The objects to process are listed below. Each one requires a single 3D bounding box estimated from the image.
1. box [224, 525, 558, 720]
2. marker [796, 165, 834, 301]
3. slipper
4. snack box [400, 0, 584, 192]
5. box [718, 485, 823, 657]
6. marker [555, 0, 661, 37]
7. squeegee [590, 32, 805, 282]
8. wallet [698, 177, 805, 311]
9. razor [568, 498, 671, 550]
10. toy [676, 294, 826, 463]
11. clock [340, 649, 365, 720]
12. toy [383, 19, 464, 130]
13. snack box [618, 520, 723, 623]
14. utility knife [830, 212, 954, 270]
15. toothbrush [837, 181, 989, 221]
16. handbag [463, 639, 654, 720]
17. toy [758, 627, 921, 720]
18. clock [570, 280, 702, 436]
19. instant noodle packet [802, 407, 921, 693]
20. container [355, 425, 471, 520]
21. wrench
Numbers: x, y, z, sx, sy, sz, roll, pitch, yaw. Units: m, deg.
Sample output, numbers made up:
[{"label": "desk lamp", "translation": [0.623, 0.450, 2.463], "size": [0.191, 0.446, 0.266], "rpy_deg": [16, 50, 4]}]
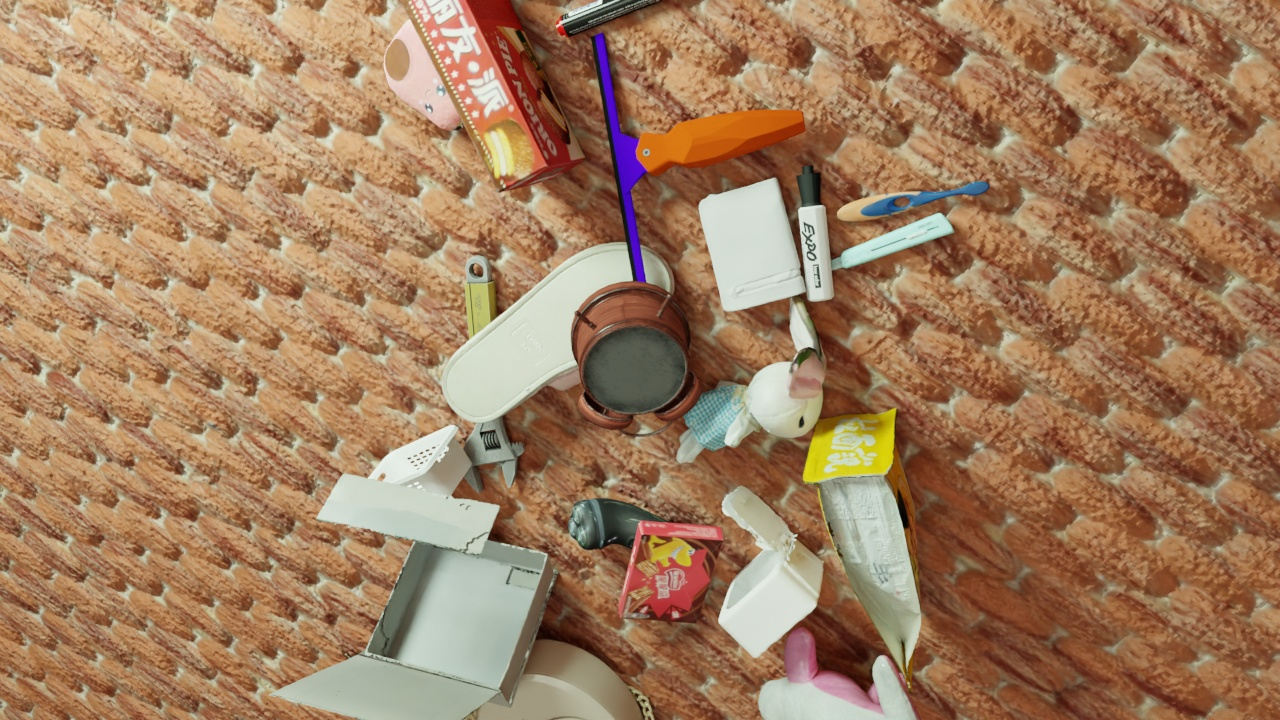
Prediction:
[{"label": "box", "translation": [-0.223, 0.301, 0.921], "size": [0.167, 0.368, 0.150], "rpy_deg": [9, 105, 13]}, {"label": "marker", "translation": [0.164, -0.119, 0.863], "size": [0.025, 0.025, 0.126], "rpy_deg": [-5, 100, 17]}, {"label": "slipper", "translation": [-0.087, -0.028, 0.950], "size": [0.275, 0.054, 0.114], "rpy_deg": [-31, 92, 12]}, {"label": "snack box", "translation": [-0.142, -0.279, 0.859], "size": [0.060, 0.113, 0.236], "rpy_deg": [-24, 99, 20]}, {"label": "box", "translation": [0.113, 0.201, 0.936], "size": [0.137, 0.108, 0.124], "rpy_deg": [41, 111, 0]}, {"label": "marker", "translation": [-0.012, -0.336, 0.855], "size": [0.145, 0.021, 0.023], "rpy_deg": [-14, 79, 19]}, {"label": "squeegee", "translation": [0.059, -0.202, 0.851], "size": [0.185, 0.055, 0.249], "rpy_deg": [-10, 92, 12]}, {"label": "wallet", "translation": [0.108, -0.109, 0.880], "size": [0.086, 0.032, 0.116], "rpy_deg": [-9, 96, 24]}, {"label": "razor", "translation": [-0.009, 0.189, 0.991], "size": [0.140, 0.063, 0.053], "rpy_deg": [17, 132, 0]}, {"label": "toy", "translation": [0.116, 0.051, 0.900], "size": [0.105, 0.130, 0.206], "rpy_deg": [39, 120, -15]}, {"label": "clock", "translation": [-0.319, 0.419, 1.154], "size": [0.104, 0.056, 0.148], "rpy_deg": [-32, 94, 22]}, {"label": "toy", "translation": [-0.204, -0.281, 0.909], "size": [0.090, 0.051, 0.110], "rpy_deg": [-38, 97, 31]}, {"label": "snack box", "translation": [0.031, 0.228, 0.982], "size": [0.089, 0.021, 0.133], "rpy_deg": [6, 124, -9]}, {"label": "utility knife", "translation": [0.227, -0.107, 0.861], "size": [0.129, 0.015, 0.022], "rpy_deg": [-20, 97, 24]}, {"label": "toothbrush", "translation": [0.249, -0.147, 0.842], "size": [0.135, 0.017, 0.021], "rpy_deg": [-9, 100, 21]}, {"label": "handbag", "translation": [-0.109, 0.432, 1.085], "size": [0.208, 0.103, 0.211], "rpy_deg": [43, 113, -8]}, {"label": "toy", "translation": [0.216, 0.355, 0.923], "size": [0.127, 0.266, 0.186], "rpy_deg": [-8, 83, -22]}, {"label": "clock", "translation": [-0.005, 0.005, 0.882], "size": [0.120, 0.072, 0.158], "rpy_deg": [-10, 122, 1]}, {"label": "instant noodle packet", "translation": [0.230, 0.173, 0.864], "size": [0.084, 0.162, 0.221], "rpy_deg": [-16, 102, 18]}, {"label": "container", "translation": [-0.249, 0.130, 1.026], "size": [0.129, 0.080, 0.049], "rpy_deg": [-24, 114, 34]}, {"label": "wrench", "translation": [-0.172, 0.020, 1.009], "size": [0.084, 0.018, 0.273], "rpy_deg": [3, 108, 19]}]
